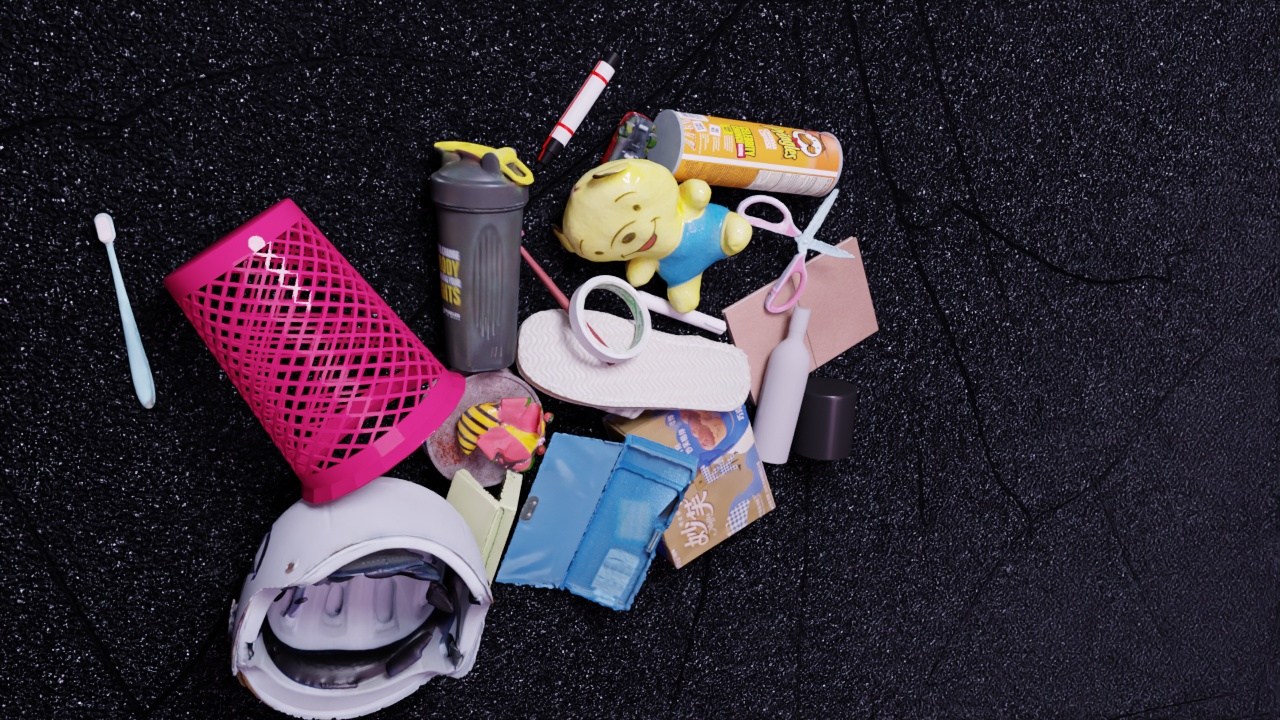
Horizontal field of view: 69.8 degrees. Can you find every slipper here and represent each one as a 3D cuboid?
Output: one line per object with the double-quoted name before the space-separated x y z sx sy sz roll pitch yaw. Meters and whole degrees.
"slipper" -0.006 0.006 1.024 0.272 0.054 0.114 10 73 -15

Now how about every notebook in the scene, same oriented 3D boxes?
"notebook" 0.210 -0.050 1.177 0.208 0.008 0.141 -30 118 -17

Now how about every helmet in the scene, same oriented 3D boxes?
"helmet" -0.279 0.224 0.910 0.236 0.163 0.265 10 123 -28

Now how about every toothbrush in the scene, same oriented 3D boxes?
"toothbrush" -0.458 -0.040 0.817 0.016 0.016 0.181 -13 113 -25
"toothbrush" -0.084 -0.072 0.970 0.016 0.016 0.190 -41 99 -20

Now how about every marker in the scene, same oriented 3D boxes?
"marker" -0.067 -0.257 0.954 0.019 0.019 0.145 34 88 -32
"marker" 0.046 -0.056 1.080 0.133 0.020 0.017 18 93 -31

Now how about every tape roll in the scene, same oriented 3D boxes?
"tape roll" -0.032 -0.044 0.976 0.093 0.018 0.093 13 66 -32

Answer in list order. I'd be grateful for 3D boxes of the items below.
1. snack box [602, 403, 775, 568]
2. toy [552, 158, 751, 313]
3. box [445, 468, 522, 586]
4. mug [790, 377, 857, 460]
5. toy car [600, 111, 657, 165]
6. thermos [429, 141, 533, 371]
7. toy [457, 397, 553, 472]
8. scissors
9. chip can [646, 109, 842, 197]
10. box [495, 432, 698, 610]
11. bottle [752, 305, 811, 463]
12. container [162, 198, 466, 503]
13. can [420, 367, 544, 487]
"snack box" 0.062 0.127 1.120 0.154 0.069 0.203 -28 117 -17
"toy" 0.009 -0.144 0.980 0.213 0.083 0.149 18 130 -34
"box" -0.178 0.209 0.989 0.090 0.077 0.188 9 119 -29
"mug" 0.248 0.070 1.205 0.113 0.078 0.088 -21 118 -51
"toy car" -0.018 -0.220 0.982 0.042 0.036 0.091 14 110 -33
"thermos" -0.159 -0.102 0.915 0.098 0.098 0.221 -7 113 -26
"toy" -0.138 0.074 0.957 0.103 0.046 0.084 7 116 -25
"scissors" 0.177 -0.134 1.086 0.172 0.013 0.171 17 121 -23
"chip can" 0.119 -0.230 1.030 0.214 0.075 0.075 0 106 -28
"box" -0.053 0.181 1.053 0.176 0.047 0.232 17 118 -15
"bottle" 0.180 0.029 1.149 0.052 0.052 0.195 4 105 -29
"container" -0.298 -0.017 0.829 0.183 0.183 0.226 -38 112 -13
"can" -0.172 0.068 0.989 0.129 0.044 0.130 -9 110 -26
